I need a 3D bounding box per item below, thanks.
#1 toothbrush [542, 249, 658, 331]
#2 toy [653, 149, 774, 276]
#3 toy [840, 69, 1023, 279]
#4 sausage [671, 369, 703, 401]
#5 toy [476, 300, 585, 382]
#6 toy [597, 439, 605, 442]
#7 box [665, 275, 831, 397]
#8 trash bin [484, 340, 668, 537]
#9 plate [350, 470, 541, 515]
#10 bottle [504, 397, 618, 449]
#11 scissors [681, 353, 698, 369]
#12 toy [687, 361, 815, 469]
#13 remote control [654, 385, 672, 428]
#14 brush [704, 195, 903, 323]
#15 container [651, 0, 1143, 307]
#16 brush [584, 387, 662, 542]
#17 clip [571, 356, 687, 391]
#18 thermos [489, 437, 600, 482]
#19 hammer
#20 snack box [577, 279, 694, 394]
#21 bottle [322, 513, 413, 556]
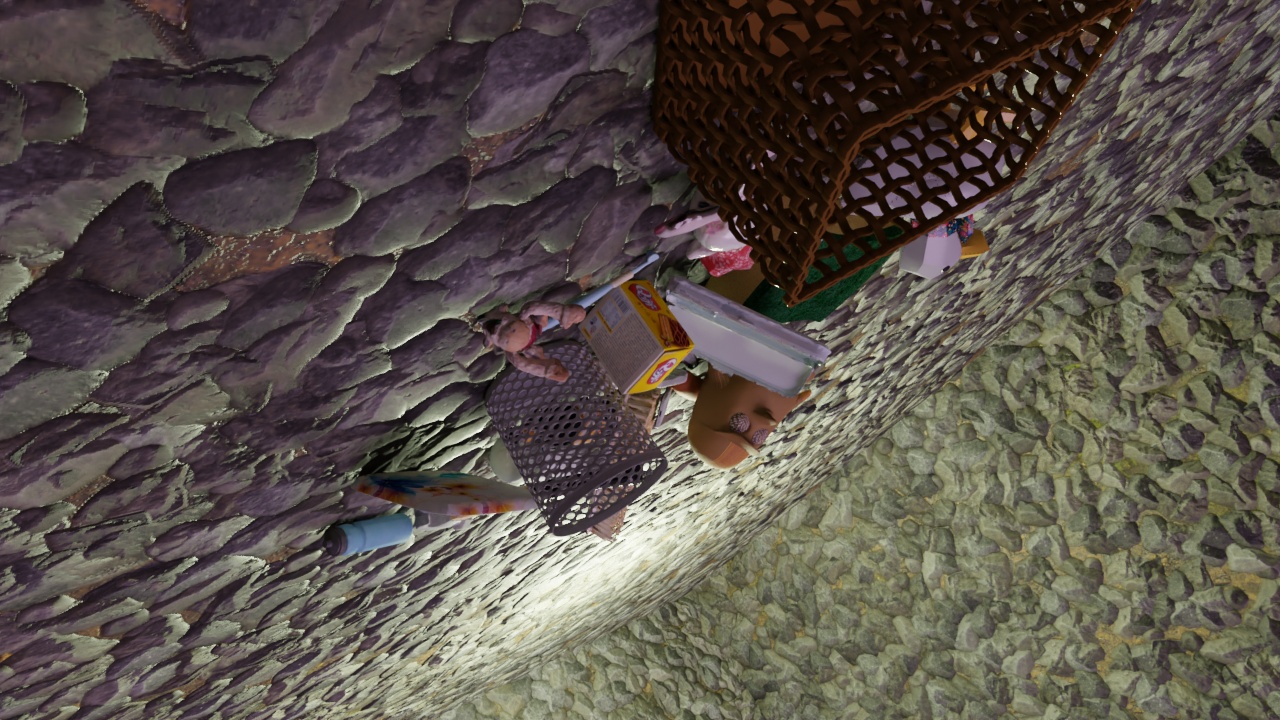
[{"bbox_3d":[-0.047,-0.076,1.011,0.155,0.016,0.022,-33,-167,0],"label":"toothbrush"},{"bbox_3d":[0.088,-0.148,0.961,0.159,0.084,0.194,-41,167,-5],"label":"toy"},{"bbox_3d":[0.347,-0.206,1.095,0.246,0.140,0.268,-8,136,-21],"label":"toy"},{"bbox_3d":[0.090,0.043,1.451,0.039,0.044,0.164,-4,172,24],"label":"sausage"},{"bbox_3d":[-0.118,-0.033,0.942,0.105,0.074,0.085,17,96,-40],"label":"toy"},{"bbox_3d":[-0.019,0.111,1.446,0.102,0.041,0.055,-30,139,12],"label":"toy"},{"bbox_3d":[0.121,-0.029,1.128,0.061,0.210,0.193,-63,173,-13],"label":"box"},{"bbox_3d":[-0.081,0.088,1.087,0.156,0.183,0.157,-30,160,-12],"label":"trash bin"},{"bbox_3d":[-0.226,0.152,1.088,0.186,0.187,0.016,6,91,-55],"label":"plate"},{"bbox_3d":[-0.109,0.089,1.228,0.181,0.059,0.059,-8,148,-50],"label":"bottle"},{"bbox_3d":[0.065,-0.019,1.315,0.187,0.015,0.147,-11,150,-50],"label":"scissors"},{"bbox_3d":[0.152,0.070,1.380,0.198,0.162,0.203,33,88,-27],"label":"toy"},{"bbox_3d":[0.034,0.066,1.365,0.146,0.008,0.045,-49,153,-81],"label":"remote control"},{"bbox_3d":[0.217,-0.128,1.208,0.249,0.075,0.196,-12,151,-46],"label":"brush"},{"bbox_3d":[0.172,-0.227,0.710,0.251,0.214,0.220,-28,159,-15],"label":"container"},{"bbox_3d":[-0.027,0.148,1.354,0.083,0.057,0.272,-53,161,-64],"label":"brush"},{"bbox_3d":[-0.006,0.007,1.184,0.124,0.074,0.144,-14,177,-38],"label":"clip"},{"bbox_3d":[-0.128,0.143,1.315,0.068,0.068,0.229,-39,160,14],"label":"thermos"},{"bbox_3d":[-0.154,0.180,1.217,0.329,0.039,0.131,-15,165,21],"label":"hammer"},{"bbox_3d":[-0.005,-0.027,1.054,0.061,0.105,0.084,-7,147,-51],"label":"snack box"},{"bbox_3d":[-0.357,0.228,1.195,0.040,0.040,0.129,-44,157,27],"label":"bottle"}]
